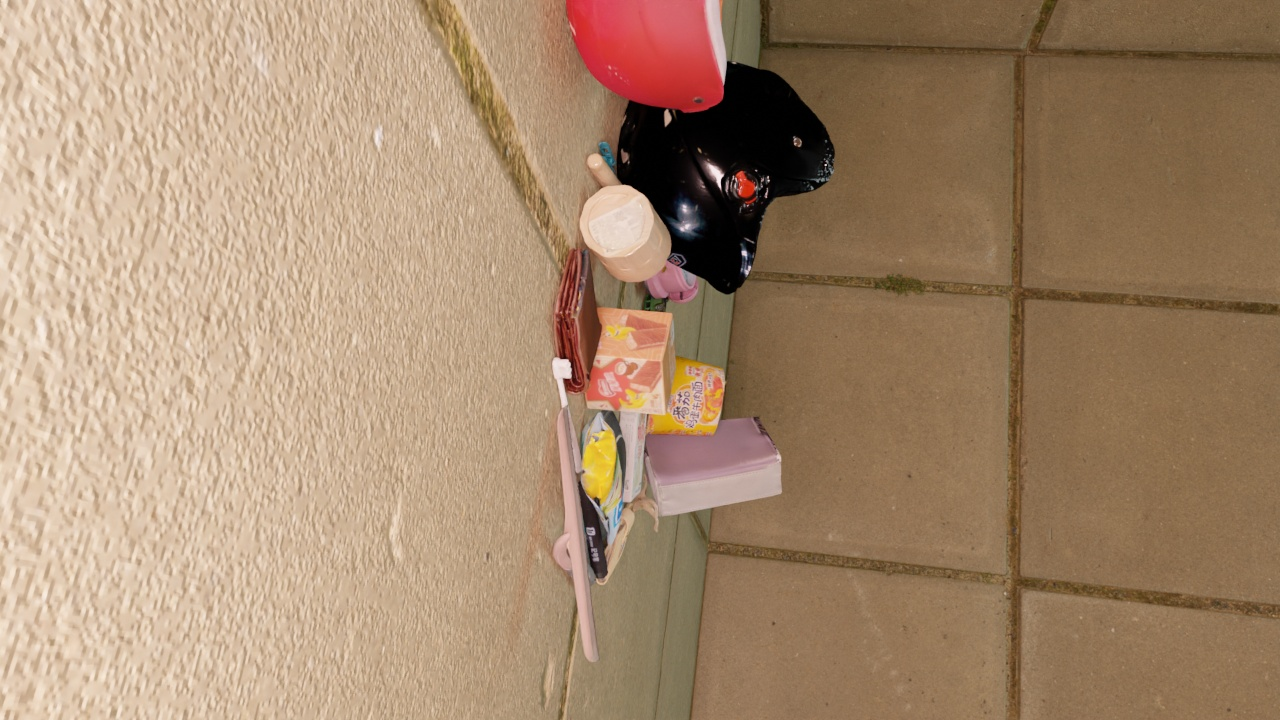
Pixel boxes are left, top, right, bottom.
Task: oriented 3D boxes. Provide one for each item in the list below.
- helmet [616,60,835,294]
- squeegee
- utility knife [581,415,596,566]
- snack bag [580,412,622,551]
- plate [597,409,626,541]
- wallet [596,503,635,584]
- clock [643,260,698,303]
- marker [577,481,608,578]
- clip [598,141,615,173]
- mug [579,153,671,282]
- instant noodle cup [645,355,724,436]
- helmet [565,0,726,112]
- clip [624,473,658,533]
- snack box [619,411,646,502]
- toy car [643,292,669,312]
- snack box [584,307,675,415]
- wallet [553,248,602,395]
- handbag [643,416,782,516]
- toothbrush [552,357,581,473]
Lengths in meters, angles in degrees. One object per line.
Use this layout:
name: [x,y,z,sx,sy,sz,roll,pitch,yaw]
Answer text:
helmet: [0.082,-0.227,1.111,0.234,0.230,0.274,173,-71,-75]
squeegee: [-0.070,0.209,0.973,0.250,0.040,0.247,88,-7,-65]
utility knife: [-0.058,0.168,1.081,0.029,0.013,0.217,-22,120,-47]
snack bag: [-0.037,0.136,1.001,0.191,0.039,0.110,83,0,-66]
plate: [-0.040,0.150,1.173,0.179,0.024,0.179,6,89,-81]
wallet: [-0.030,0.243,1.238,0.115,0.024,0.087,-35,141,-76]
clock: [0.048,-0.147,1.352,0.158,0.060,0.117,33,53,-69]
marker: [-0.055,0.197,1.072,0.022,0.020,0.132,-38,129,-47]
clip: [-0.038,-0.223,1.027,0.056,0.014,0.043,53,43,-73]
mug: [-0.022,-0.155,0.997,0.103,0.084,0.124,36,34,-77]
instant noodle cup: [0.065,0.056,1.410,0.138,0.110,0.138,-174,-87,-86]
helmet: [0.003,-0.338,0.846,0.239,0.144,0.207,-101,-167,-72]
clip: [0.012,0.220,1.392,0.102,0.093,0.035,-60,155,-44]
snack box: [-0.013,0.118,1.312,0.084,0.027,0.157,-10,105,-80]
toy car: [0.025,-0.086,1.405,0.043,0.036,0.091,80,18,-53]
snack box: [-0.013,0.001,1.040,0.093,0.094,0.076,85,14,-47]
wallet: [-0.061,-0.039,0.932,0.125,0.032,0.101,85,11,-49]
handbag: [0.108,0.161,1.441,0.144,0.197,0.099,-104,-173,-54]
toothbrush: [-0.072,0.061,0.955,0.180,0.016,0.016,85,16,-46]
